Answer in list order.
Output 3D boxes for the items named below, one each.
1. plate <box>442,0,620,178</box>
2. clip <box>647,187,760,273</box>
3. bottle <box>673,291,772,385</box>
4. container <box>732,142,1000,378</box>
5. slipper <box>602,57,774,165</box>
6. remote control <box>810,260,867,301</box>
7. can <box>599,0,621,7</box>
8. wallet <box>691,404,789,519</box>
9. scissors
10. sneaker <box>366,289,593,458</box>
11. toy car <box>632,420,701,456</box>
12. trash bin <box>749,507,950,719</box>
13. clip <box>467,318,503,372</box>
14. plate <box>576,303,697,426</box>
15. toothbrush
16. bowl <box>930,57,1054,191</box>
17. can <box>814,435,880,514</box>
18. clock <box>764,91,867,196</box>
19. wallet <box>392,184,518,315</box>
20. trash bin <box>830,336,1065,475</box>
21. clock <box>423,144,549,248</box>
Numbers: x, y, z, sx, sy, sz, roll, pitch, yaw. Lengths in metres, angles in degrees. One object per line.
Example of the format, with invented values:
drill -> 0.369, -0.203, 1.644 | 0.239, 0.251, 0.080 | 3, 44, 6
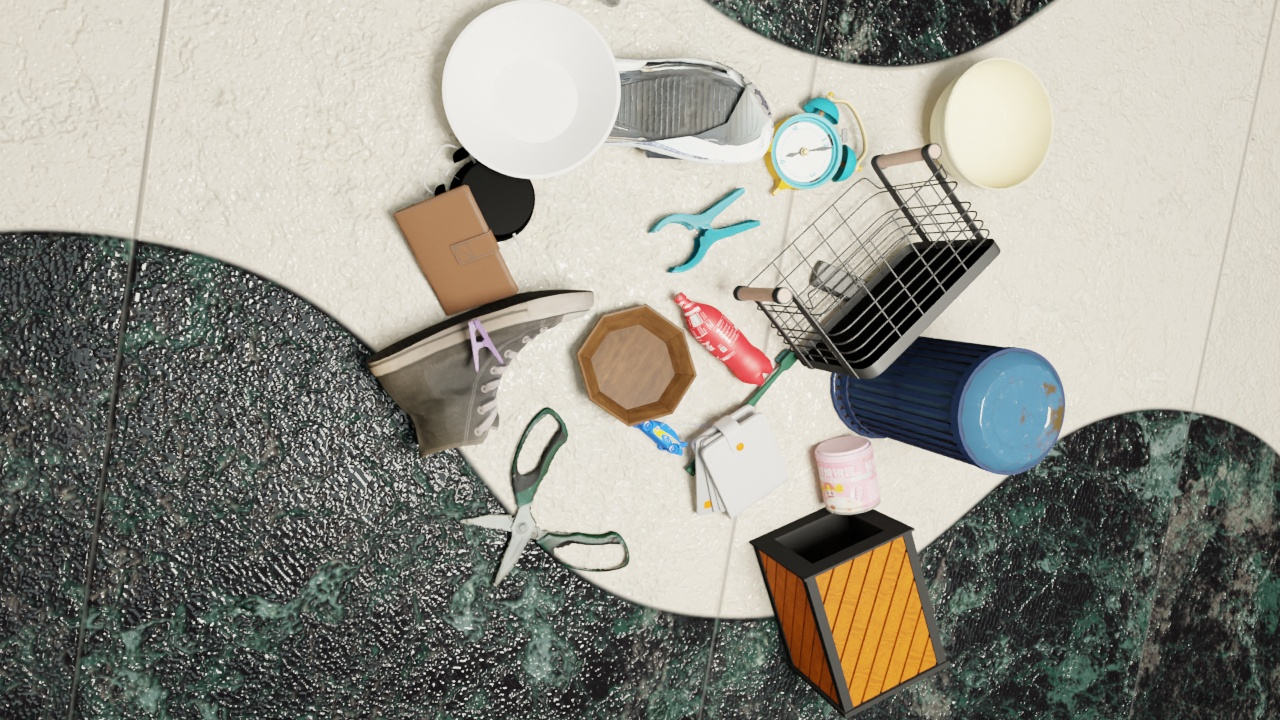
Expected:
plate -> -0.107, -0.267, 0.918 | 0.174, 0.036, 0.174 | 0, 92, -3
clip -> 0.060, -0.161, 1.020 | 0.130, 0.030, 0.120 | -46, 102, -8
bottle -> 0.091, -0.026, 1.034 | 0.141, 0.042, 0.042 | 42, 83, -17
container -> 0.242, -0.103, 0.993 | 0.241, 0.163, 0.130 | -43, 107, -10
slipper -> 0.009, -0.265, 0.973 | 0.264, 0.063, 0.111 | 3, 92, -6
remote control -> 0.264, -0.081, 1.098 | 0.136, 0.013, 0.033 | 22, 89, -19
can -> 0.008, -0.441, 0.930 | 0.143, 0.099, 0.099 | -36, 105, -11
wallet -> 0.103, 0.123, 1.049 | 0.115, 0.037, 0.118 | -32, 120, -12
scissors -> -0.088, 0.167, 1.015 | 0.205, 0.015, 0.201 | 25, 88, -20
sneaker -> -0.144, 0.005, 0.938 | 0.234, 0.095, 0.120 | -26, 106, -16
toy car -> 0.037, 0.071, 1.035 | 0.092, 0.033, 0.061 | 42, 76, -21
trash bin -> 0.239, 0.279, 1.064 | 0.139, 0.140, 0.172 | -21, 102, -15
clip -> -0.154, -0.015, 0.881 | 0.029, 0.013, 0.050 | -23, 103, -11
plate -> -0.006, 0.006, 1.004 | 0.131, 0.025, 0.131 | 2, 83, -14
toothbrush -> 0.117, 0.059, 1.067 | 0.189, 0.017, 0.016 | -48, 124, -6
bowl -> 0.403, -0.275, 1.087 | 0.150, 0.075, 0.151 | -2, 97, -18
can -> 0.246, 0.135, 1.089 | 0.067, 0.067, 0.076 | -15, 101, -16
clock -> 0.197, -0.243, 1.045 | 0.129, 0.044, 0.099 | -26, 103, -6
wallet -> -0.185, -0.109, 0.924 | 0.087, 0.013, 0.121 | -17, 115, 16
trash bin -> 0.333, 0.039, 1.008 | 0.139, 0.250, 0.139 | -2, 97, -18
clock -> -0.161, -0.171, 0.937 | 0.120, 0.042, 0.091 | 29, 87, -18
